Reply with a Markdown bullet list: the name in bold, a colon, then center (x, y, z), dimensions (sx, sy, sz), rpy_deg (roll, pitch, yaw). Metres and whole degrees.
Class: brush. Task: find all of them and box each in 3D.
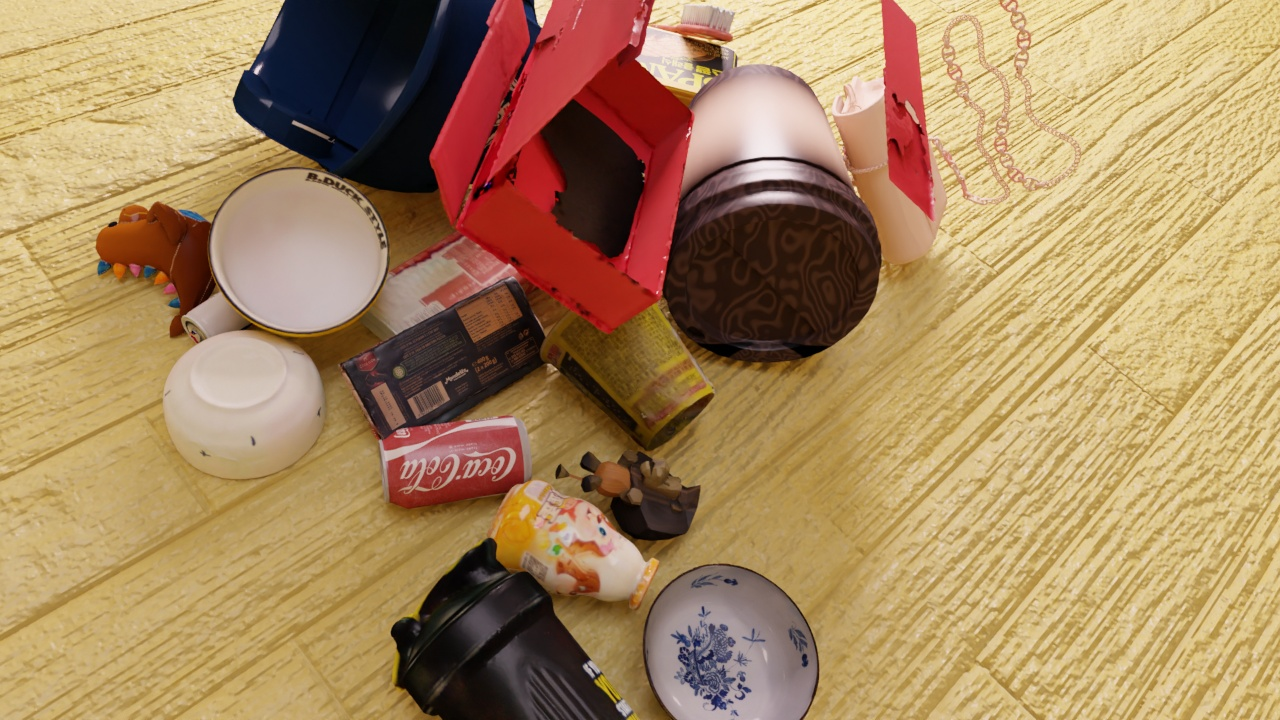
- **brush**: center (0.051, -0.348, 0.942), dimensions (0.041, 0.030, 0.172), rpy_deg (7, 17, -23)

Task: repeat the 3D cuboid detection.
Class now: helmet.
- **helmet**: center (-0.177, -0.239, 0.727), dimensions (0.223, 0.232, 0.272), rpy_deg (25, 14, -23)

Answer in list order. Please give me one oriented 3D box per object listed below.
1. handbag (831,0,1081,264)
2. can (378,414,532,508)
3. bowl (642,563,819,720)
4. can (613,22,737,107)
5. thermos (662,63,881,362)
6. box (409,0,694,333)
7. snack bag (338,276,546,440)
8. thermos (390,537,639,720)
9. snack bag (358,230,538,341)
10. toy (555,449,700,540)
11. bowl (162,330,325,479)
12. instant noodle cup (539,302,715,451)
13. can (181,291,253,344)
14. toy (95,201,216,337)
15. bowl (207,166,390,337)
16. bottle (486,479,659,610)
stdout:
- **handbag**: center (0.270, -0.198, 0.803), dimensions (0.188, 0.199, 0.116), rpy_deg (-11, 30, 30)
- **can**: center (-0.126, 0.069, 0.624), dimensions (0.096, 0.054, 0.054), rpy_deg (-6, 56, -19)
- **bowl**: center (0.051, 0.192, 0.580), dimensions (0.114, 0.045, 0.114), rpy_deg (7, 52, -9)
- **can**: center (0.027, -0.266, 0.903), dimensions (0.135, 0.075, 0.104), rpy_deg (12, 49, -5)
- **thermos**: center (0.101, -0.134, 0.770), dimensions (0.172, 0.173, 0.225), rpy_deg (9, 46, -7)
- **box**: center (-0.089, -0.219, 0.548), dimensions (0.108, 0.410, 0.211), rpy_deg (-9, 46, 24)
- **snack bag**: center (-0.136, 0.001, 0.670), dimensions (0.154, 0.018, 0.074), rpy_deg (-33, 106, -33)
- **thermos**: center (-0.047, 0.212, 0.516), dimensions (0.097, 0.098, 0.221), rpy_deg (-36, 74, -33)
- **snack bag**: center (-0.122, -0.080, 0.748), dimensions (0.077, 0.041, 0.224), rpy_deg (39, 53, 15)
- **toy**: center (-0.009, 0.087, 0.630), dimensions (0.100, 0.063, 0.076), rpy_deg (22, 31, -20)
- **bowl**: center (-0.269, 0.023, 0.623), dimensions (0.105, 0.054, 0.104), rpy_deg (7, 53, -10)
- **instant noodle cup**: center (-0.004, 0.004, 0.680), dimensions (0.102, 0.102, 0.108), rpy_deg (-32, 74, -32)
- **can**: center (-0.291, -0.045, 0.682), dimensions (0.032, 0.032, 0.095), rpy_deg (35, 53, 13)
- **toy**: center (-0.361, -0.067, 0.682), dimensions (0.090, 0.071, 0.103), rpy_deg (2, 75, 3)
- **bowl**: center (-0.239, -0.071, 0.652), dimensions (0.117, 0.068, 0.117), rpy_deg (2, 83, -16)
- **bottle**: center (-0.043, 0.123, 0.597), dimensions (0.109, 0.063, 0.063), rpy_deg (26, 52, 5)
